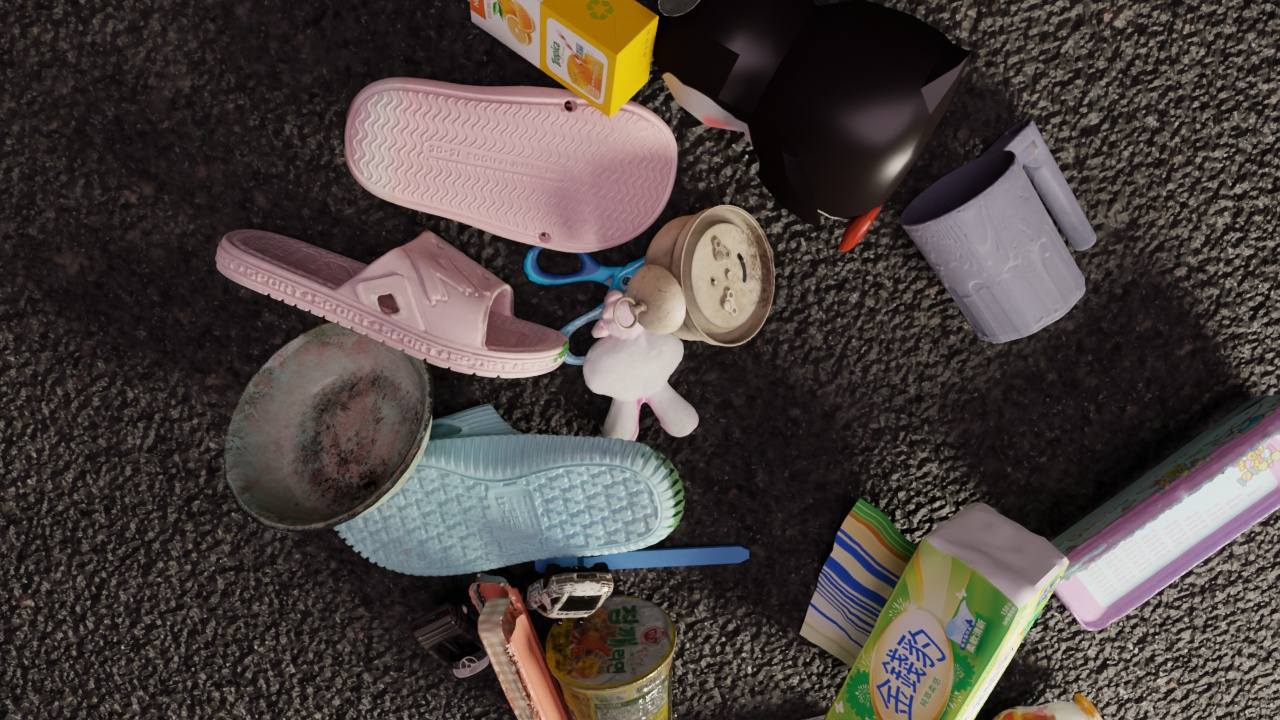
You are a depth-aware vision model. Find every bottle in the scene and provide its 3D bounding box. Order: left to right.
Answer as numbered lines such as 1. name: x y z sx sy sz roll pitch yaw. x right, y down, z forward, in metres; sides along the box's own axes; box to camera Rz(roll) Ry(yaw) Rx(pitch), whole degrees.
1. bottle: 0.317 0.309 0.739 0.109 0.063 0.063 -30 103 3

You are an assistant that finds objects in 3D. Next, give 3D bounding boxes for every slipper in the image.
1. slipper: -0.159 -0.053 0.612 0.239 0.094 0.064 19 108 -3
2. slipper: -0.102 0.094 0.665 0.276 0.069 0.116 -5 109 14
3. slipper: -0.084 -0.133 0.613 0.221 0.055 0.107 6 106 -13

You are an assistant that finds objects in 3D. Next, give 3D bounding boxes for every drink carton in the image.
1. drink carton: -0.052 -0.214 0.569 0.122 0.059 0.040 37 69 9

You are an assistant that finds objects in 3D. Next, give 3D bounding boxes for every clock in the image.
1. clock: 0.030 -0.050 0.612 0.140 0.055 0.093 -26 109 -39

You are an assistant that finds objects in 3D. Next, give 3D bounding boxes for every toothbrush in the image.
1. toothbrush: 0.002 0.152 0.714 0.166 0.014 0.016 -2 104 -6

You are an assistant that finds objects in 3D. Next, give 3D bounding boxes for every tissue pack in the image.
1. tissue pack: 0.194 0.191 0.677 0.141 0.120 0.198 35 113 32

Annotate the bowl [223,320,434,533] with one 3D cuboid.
1. bowl: -0.205 0.047 0.629 0.158 0.038 0.157 -8 61 14

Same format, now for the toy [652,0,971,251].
1. toy: 0.096 -0.182 0.566 0.184 0.140 0.158 31 65 2

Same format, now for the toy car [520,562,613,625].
1. toy car: -0.055 0.173 0.671 0.048 0.113 0.040 4 68 -20

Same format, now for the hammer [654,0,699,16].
1. hammer: 0.127 -0.299 0.556 0.305 0.040 0.132 -18 69 -12

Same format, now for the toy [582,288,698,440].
1. toy: -0.004 0.004 0.658 0.076 0.037 0.125 -17 115 -6

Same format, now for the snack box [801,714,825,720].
1. snack box: 0.102 0.347 0.759 0.150 0.026 0.082 -13 105 1

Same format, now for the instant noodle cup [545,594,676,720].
1. instant noodle cup: -0.016 0.252 0.701 0.102 0.102 0.108 -8 114 0

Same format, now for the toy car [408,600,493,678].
1. toy car: -0.137 0.216 0.697 0.040 0.037 0.092 -26 137 3

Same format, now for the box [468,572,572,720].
1. box: -0.086 0.247 0.688 0.054 0.076 0.187 -30 117 -27

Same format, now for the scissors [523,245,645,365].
1. scissors: -0.019 -0.064 0.655 0.141 0.013 0.113 -34 106 9

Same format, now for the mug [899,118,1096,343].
1. mug: 0.255 -0.089 0.631 0.123 0.084 0.104 -42 104 -19

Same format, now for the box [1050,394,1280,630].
1. box: 0.398 0.109 0.690 0.214 0.062 0.140 -39 137 8
